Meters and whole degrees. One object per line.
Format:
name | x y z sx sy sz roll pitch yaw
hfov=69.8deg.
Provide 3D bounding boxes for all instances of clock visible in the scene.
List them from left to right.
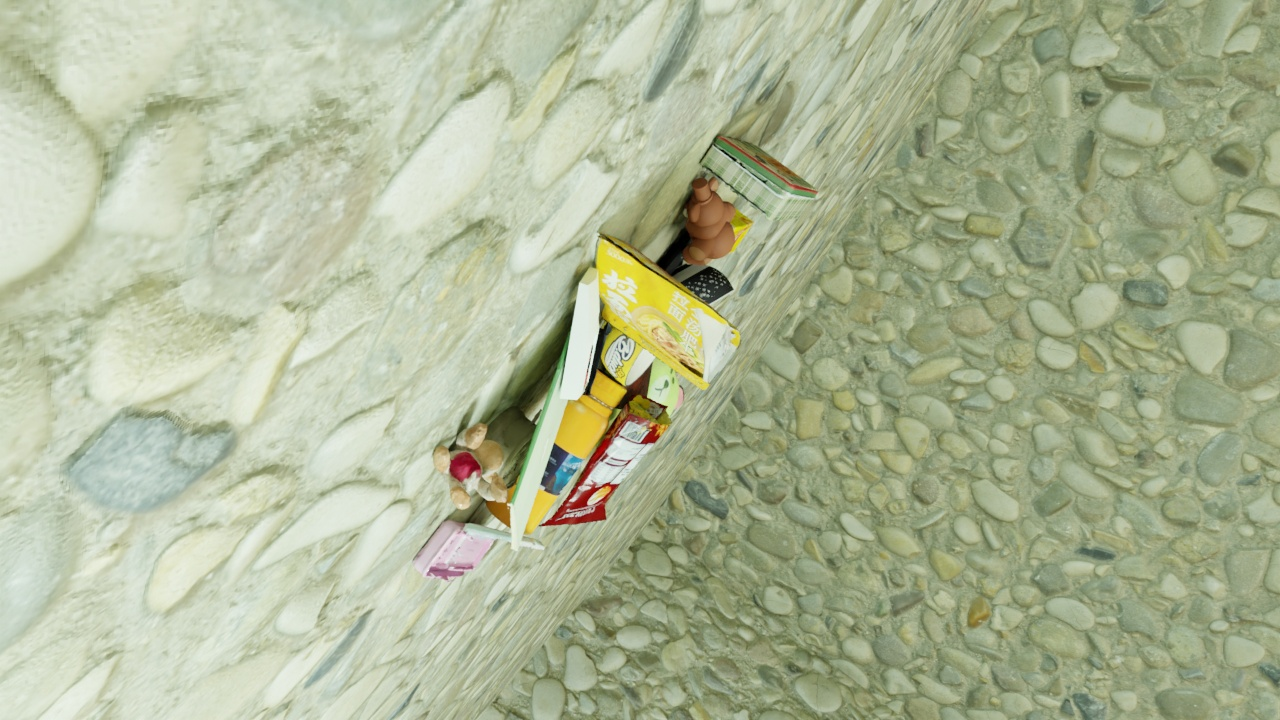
clock | -0.156 0.117 1.068 0.092 0.054 0.141 -44 164 -44

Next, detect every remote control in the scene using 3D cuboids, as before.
remote control | -0.060 -0.024 0.980 0.049 0.024 0.144 -68 171 -63
remote control | 0.056 -0.153 1.222 0.151 0.020 0.041 -53 168 -10

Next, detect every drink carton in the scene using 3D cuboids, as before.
drink carton | 0.116 -0.184 1.325 0.059 0.043 0.134 -56 169 24

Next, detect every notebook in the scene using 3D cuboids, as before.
notebook | -0.103 0.073 1.032 0.182 0.010 0.252 105 2 -63

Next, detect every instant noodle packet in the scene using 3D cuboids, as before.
instant noodle packet | 0.027 -0.060 1.007 0.084 0.163 0.221 -51 169 -6

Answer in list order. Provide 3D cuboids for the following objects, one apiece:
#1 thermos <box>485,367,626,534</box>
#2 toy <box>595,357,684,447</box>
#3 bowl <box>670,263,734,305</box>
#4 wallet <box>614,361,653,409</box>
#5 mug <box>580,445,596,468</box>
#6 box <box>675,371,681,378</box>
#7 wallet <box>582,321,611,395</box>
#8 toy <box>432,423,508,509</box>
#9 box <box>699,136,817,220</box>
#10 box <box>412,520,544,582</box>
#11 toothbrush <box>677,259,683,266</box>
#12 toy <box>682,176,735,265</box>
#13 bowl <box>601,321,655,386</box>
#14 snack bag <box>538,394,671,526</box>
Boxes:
thermos | -0.110 0.113 1.219 0.233 0.076 0.091 -55 -162 4
toy | -0.015 0.055 1.371 0.196 0.107 0.150 -45 127 -47
bowl | 0.061 -0.095 1.265 0.120 0.066 0.120 -30 -178 1
wallet | -0.007 0.007 1.273 0.072 0.019 0.123 9 90 -58
mug | -0.050 0.129 1.446 0.096 0.100 0.119 -53 178 31
box | 0.052 -0.034 1.451 0.041 0.082 0.187 -35 164 -28
wallet | -0.060 -0.001 1.088 0.115 0.026 0.089 95 11 -86
toy | -0.167 0.113 0.955 0.074 0.085 0.106 -32 178 0
box | 0.152 -0.228 1.148 0.051 0.117 0.205 -52 169 18
box | -0.209 0.236 1.191 0.146 0.077 0.202 -22 167 -2
toothbrush | 0.047 -0.117 1.315 0.013 0.013 0.168 -55 173 -41
toy | 0.080 -0.177 1.153 0.094 0.065 0.128 -57 147 -24
bowl | -0.011 -0.033 1.184 0.117 0.067 0.117 -51 169 -14
snack bag | -0.040 0.148 1.247 0.138 0.066 0.208 -2 127 -59
